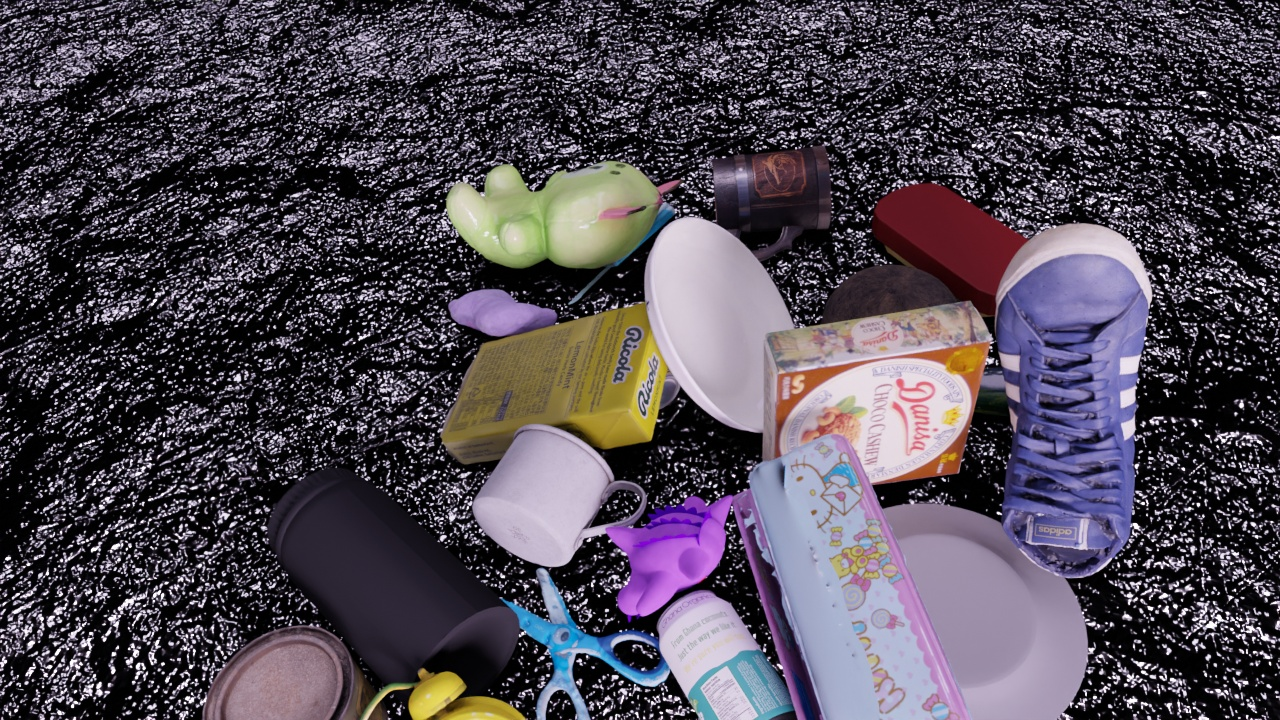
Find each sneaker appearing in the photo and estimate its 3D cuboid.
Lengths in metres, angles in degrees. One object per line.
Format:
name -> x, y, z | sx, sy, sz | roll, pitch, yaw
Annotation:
sneaker -> 0.264, 0.042, 0.577 | 0.091, 0.233, 0.118 | 7, 52, 27

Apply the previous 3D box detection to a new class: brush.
brush -> 0.288, -0.098, 0.835 | 0.082, 0.042, 0.173 | -26, 48, -18

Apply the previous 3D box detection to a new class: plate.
plate -> 0.061, -0.025, 0.730 | 0.034, 0.182, 0.181 | -27, 33, 37
plate -> 0.201, 0.166, 0.609 | 0.178, 0.012, 0.178 | -4, 45, 4

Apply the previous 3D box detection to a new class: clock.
clock -> -0.107, 0.231, 0.527 | 0.119, 0.057, 0.083 | 32, 72, -1

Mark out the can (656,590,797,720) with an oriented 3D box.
can -> 0.053, 0.196, 0.568 | 0.055, 0.055, 0.101 | -24, 48, -15

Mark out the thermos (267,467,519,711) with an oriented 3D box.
thermos -> -0.180, 0.146, 0.626 | 0.199, 0.086, 0.086 | 32, 57, 32

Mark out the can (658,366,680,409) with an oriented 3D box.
can -> -0.005, 0.005, 0.775 | 0.038, 0.038, 0.079 | -30, 50, -21

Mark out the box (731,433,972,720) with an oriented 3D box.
box -> 0.128, 0.156, 0.556 | 0.091, 0.090, 0.213 | -26, 44, 11

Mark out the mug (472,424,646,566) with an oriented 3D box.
mug -> -0.057, 0.102, 0.657 | 0.113, 0.084, 0.070 | 19, 53, 17

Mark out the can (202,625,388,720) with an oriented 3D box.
can -> -0.210, 0.221, 0.564 | 0.090, 0.075, 0.089 | -4, 45, 4

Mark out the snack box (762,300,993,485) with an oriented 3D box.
snack box -> 0.162, 0.032, 0.653 | 0.147, 0.143, 0.041 | -8, 46, -1

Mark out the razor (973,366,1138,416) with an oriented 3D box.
razor -> 0.295, 0.033, 0.705 | 0.151, 0.054, 0.067 | 4, 55, 18

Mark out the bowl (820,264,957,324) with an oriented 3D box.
bowl -> 0.216, -0.043, 0.780 | 0.121, 0.056, 0.121 | -4, 45, 4

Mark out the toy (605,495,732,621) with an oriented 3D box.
toy -> 0.021, 0.124, 0.611 | 0.088, 0.056, 0.105 | -23, 26, 41

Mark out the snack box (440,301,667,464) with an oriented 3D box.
snack box -> -0.066, 0.022, 0.733 | 0.181, 0.045, 0.121 | -12, 42, 26

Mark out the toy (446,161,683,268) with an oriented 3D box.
toy -> -0.072, -0.136, 0.876 | 0.197, 0.107, 0.149 | 11, 27, 16

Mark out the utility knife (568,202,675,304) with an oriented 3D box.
utility knife -> -0.020, -0.106, 0.903 | 0.022, 0.015, 0.166 | 6, 44, 47

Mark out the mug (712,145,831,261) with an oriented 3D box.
mug -> 0.127, -0.147, 0.890 | 0.107, 0.080, 0.115 | -4, 72, 5

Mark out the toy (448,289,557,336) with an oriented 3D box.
toy -> -0.123, -0.042, 0.827 | 0.080, 0.036, 0.100 | -7, 18, -31

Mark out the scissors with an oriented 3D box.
scissors -> -0.038, 0.188, 0.621 | 0.118, 0.013, 0.139 | -18, 44, -10
